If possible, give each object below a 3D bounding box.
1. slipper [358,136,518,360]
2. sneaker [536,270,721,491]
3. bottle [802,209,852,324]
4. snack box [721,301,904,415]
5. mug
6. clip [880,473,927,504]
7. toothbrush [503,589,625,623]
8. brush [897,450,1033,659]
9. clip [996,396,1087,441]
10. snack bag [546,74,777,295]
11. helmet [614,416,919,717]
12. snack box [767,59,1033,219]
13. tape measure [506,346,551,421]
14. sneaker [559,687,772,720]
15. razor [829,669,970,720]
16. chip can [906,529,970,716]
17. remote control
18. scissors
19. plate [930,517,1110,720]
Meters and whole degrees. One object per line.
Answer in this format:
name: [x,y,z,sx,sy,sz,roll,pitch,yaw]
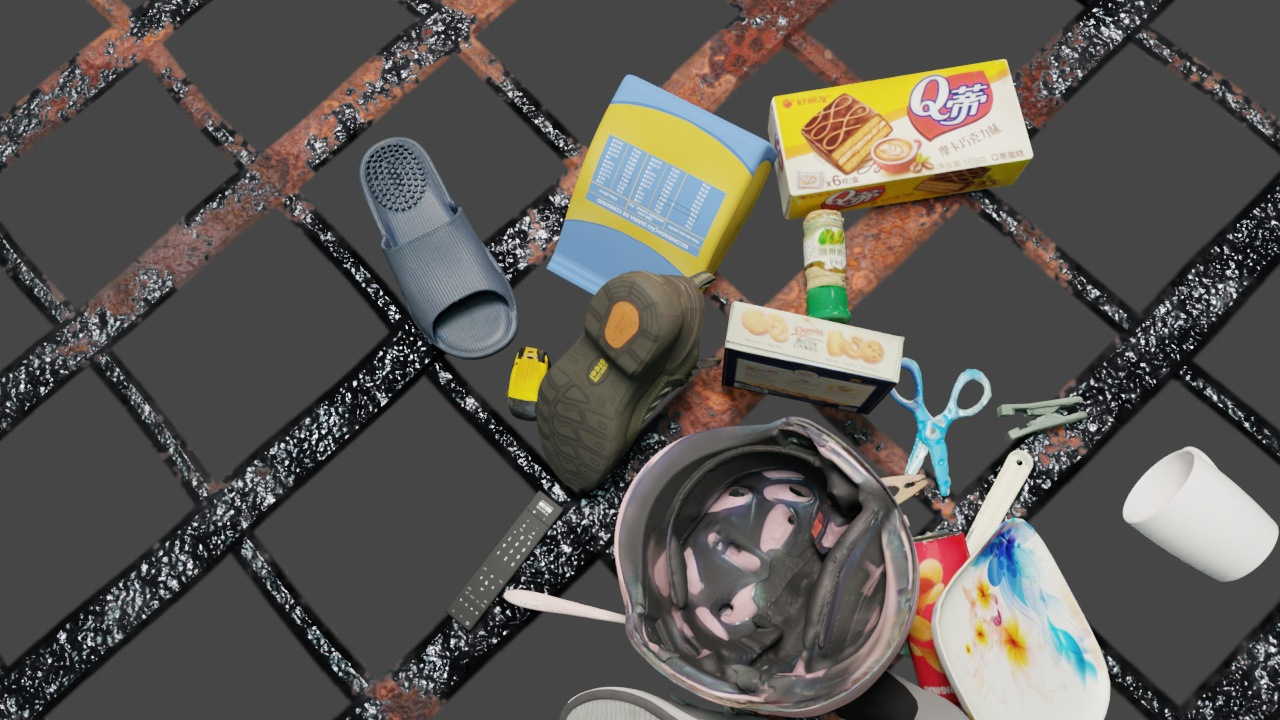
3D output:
slipper: [-0.212,-0.119,0.900,0.101,0.082,0.263,-30,75,-1]
sneaker: [-0.005,0.005,0.827,0.101,0.239,0.142,43,39,19]
bottle: [0.179,-0.088,0.882,0.043,0.043,0.111,-1,75,4]
snack box: [0.145,0.002,0.808,0.144,0.145,0.042,12,76,7]
mug: [0.487,0.125,0.793,0.087,0.081,0.114,38,50,6]
clip: [0.227,0.114,0.833,0.060,0.024,0.039,-35,75,5]
toothbrush: [-0.037,0.230,0.832,0.181,0.018,0.015,10,76,8]
brush: [0.295,0.174,0.822,0.033,0.012,0.217,31,79,12]
clip: [0.367,0.044,0.844,0.078,0.023,0.049,-23,76,0]
snack bag: [0.016,-0.145,0.888,0.159,0.102,0.205,29,102,11]
helmet: [0.107,0.172,0.761,0.256,0.152,0.229,22,76,33]
snack box: [0.248,-0.215,0.898,0.230,0.062,0.110,-9,75,3]
tape measure: [-0.105,0.024,0.863,0.037,0.066,0.064,8,77,3]
sneaker: [0.052,0.321,0.753,0.264,0.128,0.096,-1,82,36]
razor: [0.207,0.279,0.735,0.060,0.156,0.057,32,77,-31]
chip can: [0.263,0.260,0.759,0.073,0.073,0.233,-12,79,1]
remote control: [-0.126,0.185,0.853,0.030,0.009,0.140,36,81,12]
scissors: [0.261,0.058,0.855,0.114,0.013,0.140,27,82,11]
plate: [0.307,0.238,0.742,0.186,0.016,0.187,-29,91,-40]
